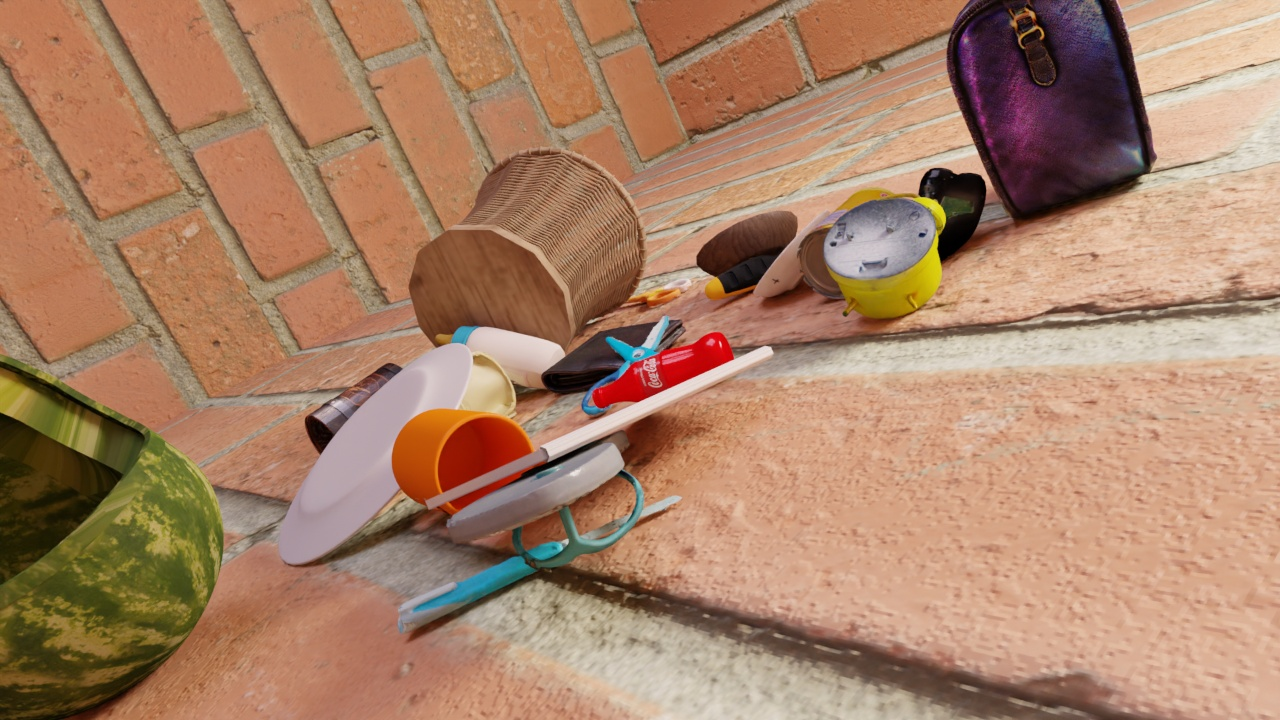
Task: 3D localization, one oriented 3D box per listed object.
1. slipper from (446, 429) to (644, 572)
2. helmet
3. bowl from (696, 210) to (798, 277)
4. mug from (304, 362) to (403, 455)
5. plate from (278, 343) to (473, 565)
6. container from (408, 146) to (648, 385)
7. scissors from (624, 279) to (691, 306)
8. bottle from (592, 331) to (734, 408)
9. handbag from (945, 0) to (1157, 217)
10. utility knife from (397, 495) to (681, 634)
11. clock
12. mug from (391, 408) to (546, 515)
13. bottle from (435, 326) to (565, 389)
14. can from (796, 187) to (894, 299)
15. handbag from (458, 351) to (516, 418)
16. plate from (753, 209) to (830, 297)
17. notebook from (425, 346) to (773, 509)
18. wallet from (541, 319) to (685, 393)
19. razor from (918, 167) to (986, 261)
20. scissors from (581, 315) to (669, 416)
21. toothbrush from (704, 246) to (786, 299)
[{"bbox_3d":[-0.047,0.085,0.541,0.098,0.054,0.269,-22,-1,1],"label":"slipper"},{"bbox_3d":[-0.424,0.136,0.635,0.212,0.247,0.244,-88,20,-56],"label":"helmet"},{"bbox_3d":[0.119,-0.116,0.982,0.118,0.030,0.118,-20,-16,-6],"label":"bowl"},{"bbox_3d":[-0.285,0.069,0.995,0.116,0.080,0.107,21,43,34],"label":"mug"},{"bbox_3d":[-0.242,0.073,0.817,0.243,0.016,0.242,-35,28,21],"label":"plate"},{"bbox_3d":[-0.129,-0.102,1.040,0.227,0.227,0.195,-17,23,29],"label":"container"},{"bbox_3d":[0.010,-0.080,1.130,0.063,0.013,0.128,-35,18,-36],"label":"scissors"},{"bbox_3d":[0.016,0.013,0.741,0.119,0.036,0.036,-21,15,18],"label":"bottle"},{"bbox_3d":[0.334,-0.253,0.777,0.126,0.222,0.204,-18,15,27],"label":"handbag"},{"bbox_3d":[-0.059,0.116,0.539,0.181,0.015,0.022,-23,18,0],"label":"utility knife"},{"bbox_3d":[0.186,-0.087,0.691,0.083,0.057,0.118,-4,52,29],"label":"clock"},{"bbox_3d":[-0.118,0.075,0.690,0.112,0.077,0.096,-1,0,-32],"label":"mug"},{"bbox_3d":[-0.151,-0.008,0.952,0.146,0.051,0.051,13,30,20],"label":"bottle"},{"bbox_3d":[0.189,-0.105,0.806,0.068,0.068,0.104,-12,20,43],"label":"can"},{"bbox_3d":[-0.200,0.047,0.909,0.111,0.081,0.119,-43,23,-31],"label":"handbag"},{"bbox_3d":[0.151,-0.095,0.869,0.104,0.026,0.104,-46,-9,-10],"label":"plate"},{"bbox_3d":[-0.023,0.043,0.611,0.209,0.009,0.143,-22,-3,-43],"label":"notebook"},{"bbox_3d":[-0.026,-0.005,0.895,0.120,0.031,0.099,-8,24,42],"label":"wallet"},{"bbox_3d":[0.226,-0.104,0.754,0.151,0.067,0.054,-40,16,-21],"label":"razor"},{"bbox_3d":[-0.006,0.006,0.806,0.137,0.011,0.134,-38,34,-15],"label":"scissors"},{"bbox_3d":[0.156,-0.107,0.953,0.196,0.031,0.031,-24,-18,-8],"label":"toothbrush"}]
